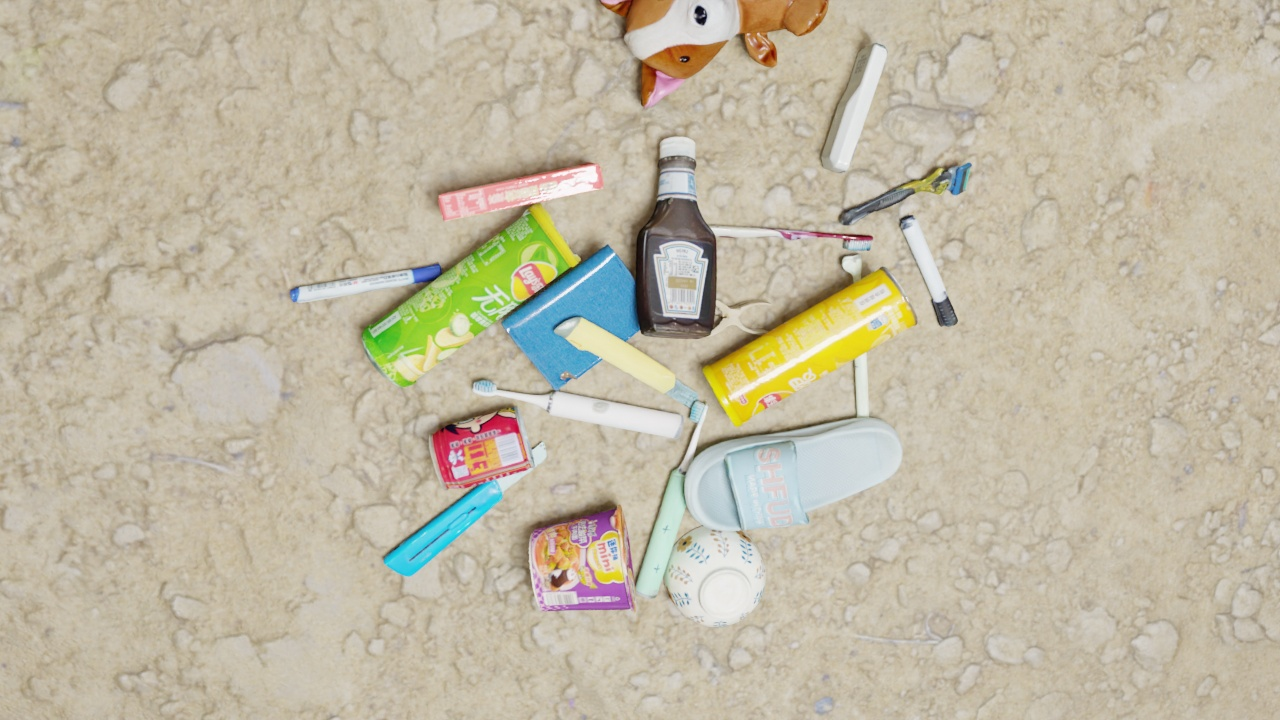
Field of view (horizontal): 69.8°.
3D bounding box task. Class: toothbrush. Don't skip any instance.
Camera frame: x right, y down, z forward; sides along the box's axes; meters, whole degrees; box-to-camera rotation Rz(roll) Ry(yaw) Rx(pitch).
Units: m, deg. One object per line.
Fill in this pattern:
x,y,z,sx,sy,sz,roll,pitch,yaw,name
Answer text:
-0.064,0.049,0.951,0.221,0.026,0.026,12,137,-10,toothbrush
0.233,-0.020,0.985,0.029,0.020,0.189,-18,107,-38,toothbrush
0.037,0.151,0.986,0.027,0.026,0.224,18,99,7,toothbrush
0.152,-0.127,0.954,0.187,0.016,0.017,2,111,-9,toothbrush

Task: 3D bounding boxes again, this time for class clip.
0.085,-0.058,0.948,0.104,0.034,0.081,-12,103,-11,clip

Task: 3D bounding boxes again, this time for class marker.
-0.268,-0.075,0.901,0.145,0.017,0.017,-10,102,-6,marker
0.308,-0.094,0.981,0.023,0.018,0.131,-27,104,7,marker

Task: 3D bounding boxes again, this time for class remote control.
0.213,-0.251,0.920,0.024,0.049,0.125,17,98,-9,remote control

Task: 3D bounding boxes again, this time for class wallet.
-0.058,-0.040,0.913,0.133,0.040,0.106,-36,128,1,wallet

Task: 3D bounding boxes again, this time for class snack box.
-0.114,-0.162,0.876,0.153,0.075,0.025,-13,103,-6,snack box

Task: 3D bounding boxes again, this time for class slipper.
0.167,0.127,0.970,0.245,0.074,0.104,-14,114,-7,slipper

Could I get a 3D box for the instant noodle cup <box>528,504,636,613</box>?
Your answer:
-0.060,0.210,0.948,0.099,0.111,0.111,-8,102,3,instant noodle cup

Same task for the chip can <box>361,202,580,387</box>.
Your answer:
-0.166,-0.061,0.890,0.221,0.072,0.072,-36,104,0,chip can

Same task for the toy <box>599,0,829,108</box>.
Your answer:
0.071,-0.328,0.853,0.200,0.130,0.140,-20,109,6,toy

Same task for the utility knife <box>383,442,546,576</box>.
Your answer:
-0.178,0.155,0.960,0.207,0.018,0.034,-39,103,-1,utility knife

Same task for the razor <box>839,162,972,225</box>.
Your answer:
0.274,-0.172,0.960,0.143,0.022,0.043,-21,147,-1,razor

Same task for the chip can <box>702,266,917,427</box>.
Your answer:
0.171,-0.014,0.937,0.213,0.072,0.072,-31,104,5,chip can

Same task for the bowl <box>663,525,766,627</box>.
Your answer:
0.085,0.241,0.994,0.113,0.062,0.113,-1,102,-7,bowl

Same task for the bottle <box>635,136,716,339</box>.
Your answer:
0.036,-0.120,0.900,0.079,0.044,0.194,3,84,-21,bottle

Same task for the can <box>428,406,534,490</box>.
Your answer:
-0.160,0.090,0.924,0.093,0.066,0.066,-16,103,-5,can

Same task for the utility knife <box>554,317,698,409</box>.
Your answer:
-0.005,0.005,0.927,0.194,0.020,0.031,32,103,-28,utility knife
